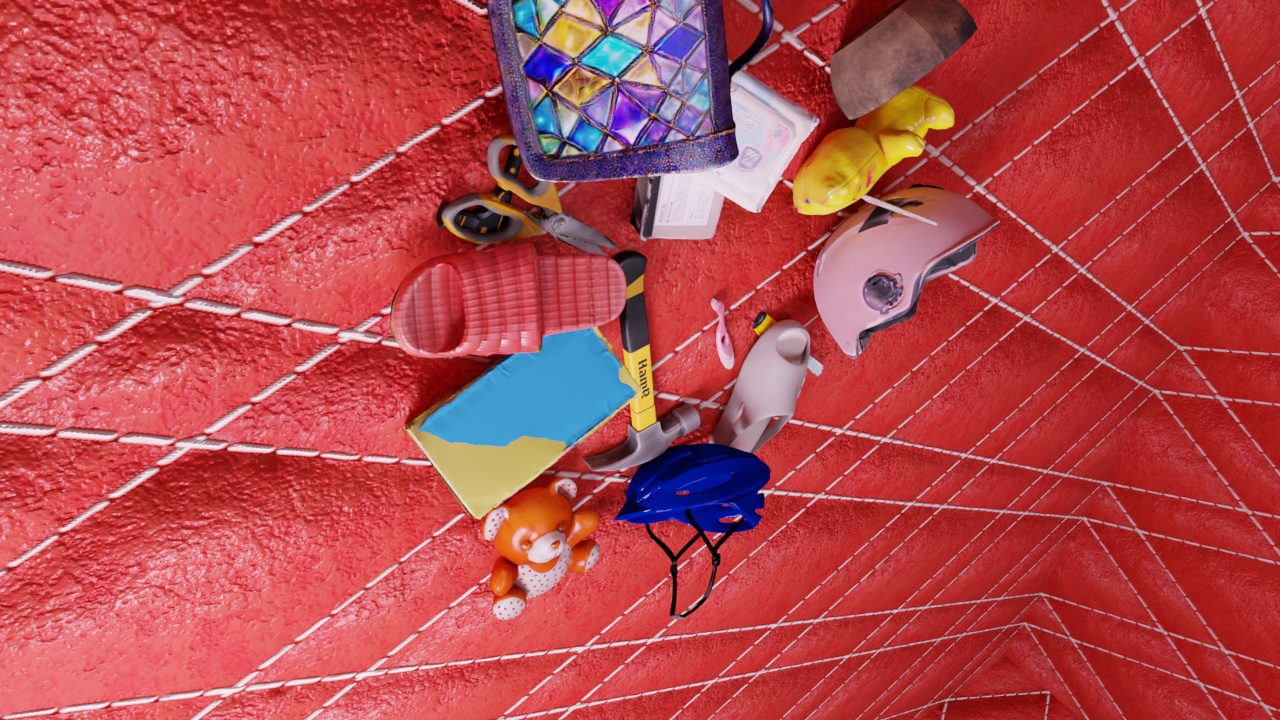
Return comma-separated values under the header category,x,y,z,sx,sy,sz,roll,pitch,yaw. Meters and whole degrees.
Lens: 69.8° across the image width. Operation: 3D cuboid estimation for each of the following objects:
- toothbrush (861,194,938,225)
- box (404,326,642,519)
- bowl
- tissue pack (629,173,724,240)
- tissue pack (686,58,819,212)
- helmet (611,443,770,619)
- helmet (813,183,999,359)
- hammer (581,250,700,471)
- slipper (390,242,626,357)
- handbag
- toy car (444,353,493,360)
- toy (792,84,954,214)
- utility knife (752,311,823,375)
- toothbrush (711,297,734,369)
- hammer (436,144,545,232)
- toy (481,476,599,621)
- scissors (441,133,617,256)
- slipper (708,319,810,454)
category,x,y,z,sx,sy,sz,roll,pitch,yaw
toothbrush,0.288,-0.187,1.109,0.010,0.181,0.010,-38,128,-11
box,-0.120,0.051,0.956,0.220,0.082,0.124,-39,98,-17
bowl,0.278,-0.343,1.006,0.162,0.162,0.070,-40,101,-11
tissue pack,0.051,-0.218,0.958,0.103,0.071,0.182,-5,123,-23
tissue pack,0.073,-0.226,0.873,0.181,0.070,0.112,22,113,-33
helmet,0.083,0.224,1.231,0.241,0.227,0.148,-1,163,-25
helmet,0.330,-0.134,1.189,0.229,0.152,0.256,-29,168,-37
hammer,-0.007,0.006,1.112,0.169,0.034,0.325,-27,136,-23
slipper,-0.111,-0.059,0.867,0.248,0.059,0.103,-12,101,-31
handbag,-0.005,-0.257,0.726,0.222,0.125,0.205,-12,119,-4
toy car,-0.160,-0.030,0.912,0.100,0.051,0.049,-26,134,-27
toy,0.268,-0.252,1.089,0.193,0.134,0.087,-39,99,-5
utility knife,0.215,-0.018,1.311,0.030,0.019,0.218,-48,137,8
toothbrush,0.108,-0.034,1.198,0.021,0.016,0.135,-36,142,-16
hammer,-0.086,-0.253,0.815,0.123,0.036,0.321,-3,125,-44
toy,-0.124,0.228,1.132,0.163,0.093,0.173,-26,135,-25
scissors,-0.098,-0.129,0.888,0.134,0.016,0.228,-47,147,4
slipper,0.178,0.072,1.290,0.112,0.080,0.266,2,125,-40
